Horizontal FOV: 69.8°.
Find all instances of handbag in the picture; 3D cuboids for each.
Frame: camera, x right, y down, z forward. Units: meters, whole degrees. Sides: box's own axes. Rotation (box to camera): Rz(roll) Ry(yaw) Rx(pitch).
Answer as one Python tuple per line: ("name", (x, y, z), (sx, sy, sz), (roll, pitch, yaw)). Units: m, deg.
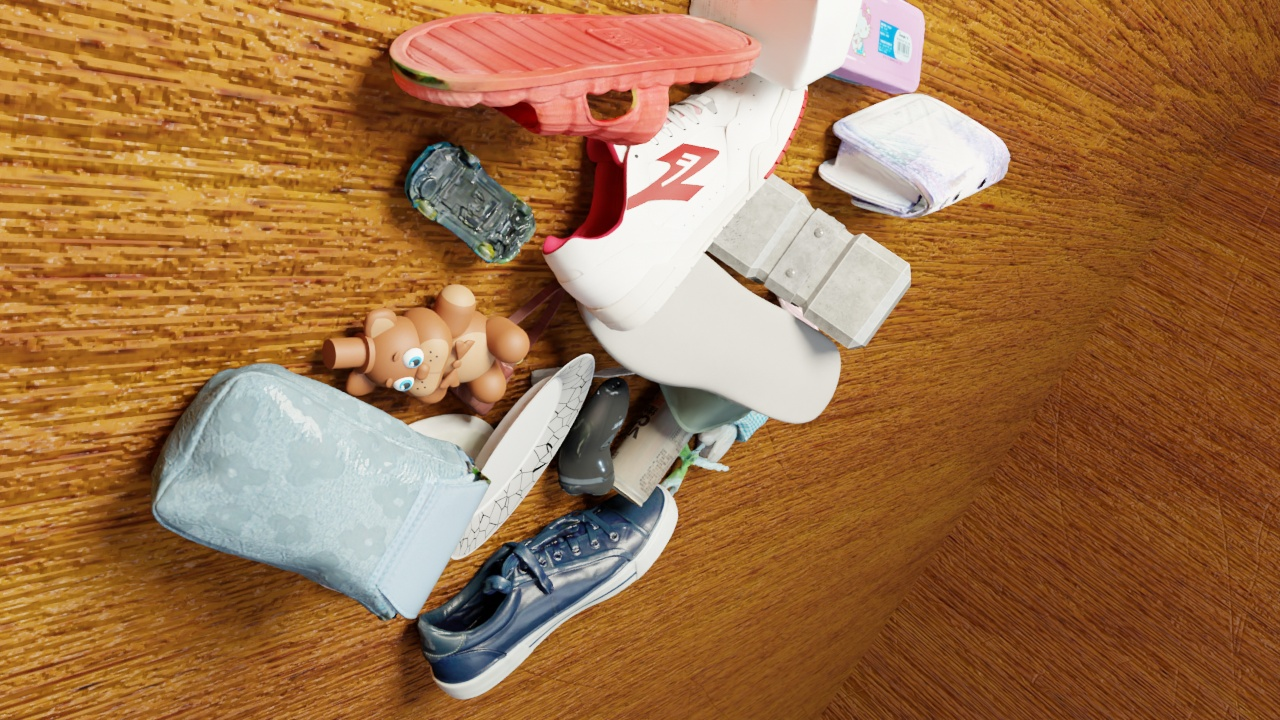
("handbag", (-0.097, -0.014, 0.704), (0.119, 0.029, 0.055), (-50, 153, -10))
("handbag", (0.075, 0.003, 0.875), (0.121, 0.106, 0.067), (-12, 161, -46))
("handbag", (-0.199, 0.079, 0.577), (0.192, 0.119, 0.121), (29, 86, -29))
("handbag", (0.265, -0.191, 0.887), (0.158, 0.126, 0.069), (-27, 146, -37))

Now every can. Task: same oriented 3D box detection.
("can", (0.018, 0.076, 0.913), (0.135, 0.054, 0.054), (-53, 151, -10))

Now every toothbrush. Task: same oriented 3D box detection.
("toothbrush", (-0.005, 0.005, 0.789), (0.181, 0.010, 0.010), (-7, 135, -17))

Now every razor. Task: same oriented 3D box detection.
("razor", (-0.038, 0.072, 0.832), (0.052, 0.064, 0.141), (-33, 159, -40))

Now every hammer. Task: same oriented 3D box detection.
("hammer", (0.177, -0.086, 0.903), (0.083, 0.163, 0.317), (-55, 167, 9))

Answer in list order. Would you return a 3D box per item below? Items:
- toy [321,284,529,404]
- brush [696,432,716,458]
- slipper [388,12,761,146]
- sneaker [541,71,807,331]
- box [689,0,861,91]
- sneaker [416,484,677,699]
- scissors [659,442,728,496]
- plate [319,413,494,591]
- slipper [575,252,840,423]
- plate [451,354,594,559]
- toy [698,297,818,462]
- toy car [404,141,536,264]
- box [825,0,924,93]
("toy", (-0.144, -0.004, 0.613), (0.127, 0.065, 0.095), (-6, 131, -44))
("brush", (0.082, 0.061, 1.041), (0.038, 0.012, 0.151), (-32, 145, -28))
("slipper", (-0.027, -0.164, 0.544), (0.248, 0.103, 0.059), (-19, 135, -37))
("sneaker", (0.018, -0.142, 0.653), (0.104, 0.090, 0.236), (41, 85, -25))
("box", (0.101, -0.255, 0.614), (0.091, 0.107, 0.103), (-34, 147, -32))
("sneaker", (-0.090, 0.193, 0.893), (0.293, 0.121, 0.127), (-33, 124, -22))
("scissors", (0.056, 0.111, 1.048), (0.172, 0.021, 0.171), (-52, 141, 9))
("plate", (-0.178, 0.126, 0.741), (0.182, 0.034, 0.183), (-34, 147, -26))
("slipper", (0.051, -0.028, 0.778), (0.265, 0.081, 0.113), (23, 93, -26))
("plate", (-0.096, 0.071, 0.720), (0.188, 0.016, 0.189), (-55, 170, -15))
("toy", (0.138, 0.027, 0.970), (0.205, 0.106, 0.131), (-50, 148, -15))
("toy car", (-0.108, -0.100, 0.580), (0.048, 0.032, 0.105), (-51, 145, 2))
("box", (0.164, -0.269, 0.741), (0.213, 0.065, 0.078), (-7, 116, -50))
